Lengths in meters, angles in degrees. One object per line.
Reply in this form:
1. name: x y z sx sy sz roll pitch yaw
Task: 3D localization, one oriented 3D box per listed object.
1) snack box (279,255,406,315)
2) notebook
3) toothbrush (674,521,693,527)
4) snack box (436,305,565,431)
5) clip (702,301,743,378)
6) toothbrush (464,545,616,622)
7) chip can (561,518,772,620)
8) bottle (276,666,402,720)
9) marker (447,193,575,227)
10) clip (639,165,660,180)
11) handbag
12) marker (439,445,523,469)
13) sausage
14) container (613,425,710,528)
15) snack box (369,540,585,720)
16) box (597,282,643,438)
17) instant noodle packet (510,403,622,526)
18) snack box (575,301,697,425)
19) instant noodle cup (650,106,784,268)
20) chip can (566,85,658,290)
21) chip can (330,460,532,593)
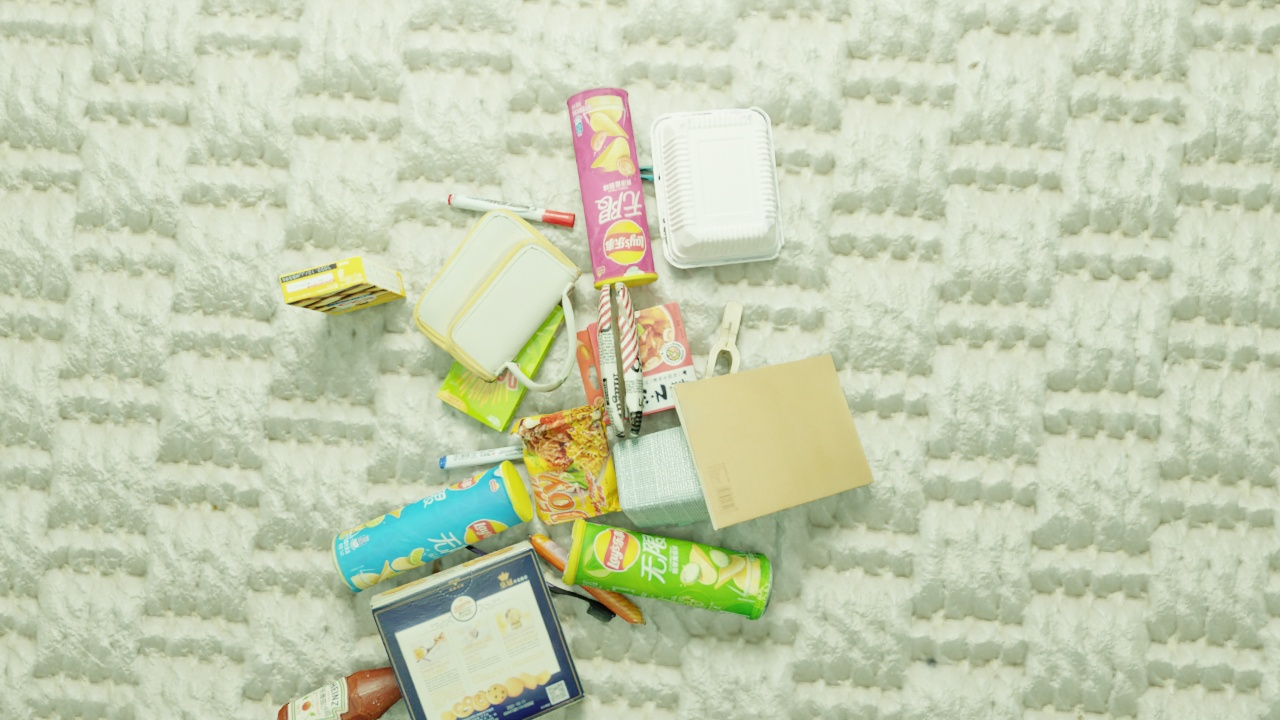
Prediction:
1. snack box: -0.314 -0.078 0.981 0.087 0.140 0.033 -14 89 2
2. notebook: 0.140 0.079 0.951 0.211 0.012 0.149 -10 77 -30
3. toothbrush: 0.139 0.137 1.010 0.224 0.027 0.026 -19 122 3
4. snack box: -0.154 -0.007 1.029 0.086 0.026 0.156 29 91 4
5. clip: 0.093 -0.011 0.997 0.035 0.094 0.102 15 101 3
6. toothbrush: -0.115 0.249 1.029 0.189 0.014 0.017 24 102 3
7. chip can: 0.031 0.225 0.985 0.221 0.072 0.072 11 89 -2
8. bottle: -0.296 0.367 1.015 0.206 0.060 0.060 -24 88 -4
9. marker: -0.146 -0.170 1.036 0.145 0.017 0.017 10 89 3
10. clip: 0.022 -0.210 1.029 0.057 0.015 0.049 2 91 4
11. handbag: -0.135 -0.053 0.987 0.179 0.063 0.163 40 93 1
12. marker: -0.154 0.106 1.032 0.146 0.017 0.017 -9 88 3
13. sausage: -0.060 0.244 1.022 0.165 0.021 0.021 37 91 3
14. container: 0.035 0.124 0.974 0.111 0.090 0.090 -12 63 9
15. snack box: -0.173 0.309 0.986 0.177 0.046 0.182 -19 95 -11
16. box: -0.015 -0.001 0.957 0.060 0.071 0.164 -4 91 20
17. instant noodle packet: -0.077 0.118 1.002 0.111 0.044 0.128 -11 105 9
18. snack box: -0.006 0.006 1.011 0.127 0.044 0.113 -15 88 3
19. instant noodle cup: 0.087 -0.193 0.995 0.138 0.060 0.173 -6 87 -5
20. chip can: -0.032 -0.186 1.003 0.071 0.071 0.210 -9 88 3
21. chip can: -0.228 0.183 1.007 0.210 0.071 0.071 -23 88 2
